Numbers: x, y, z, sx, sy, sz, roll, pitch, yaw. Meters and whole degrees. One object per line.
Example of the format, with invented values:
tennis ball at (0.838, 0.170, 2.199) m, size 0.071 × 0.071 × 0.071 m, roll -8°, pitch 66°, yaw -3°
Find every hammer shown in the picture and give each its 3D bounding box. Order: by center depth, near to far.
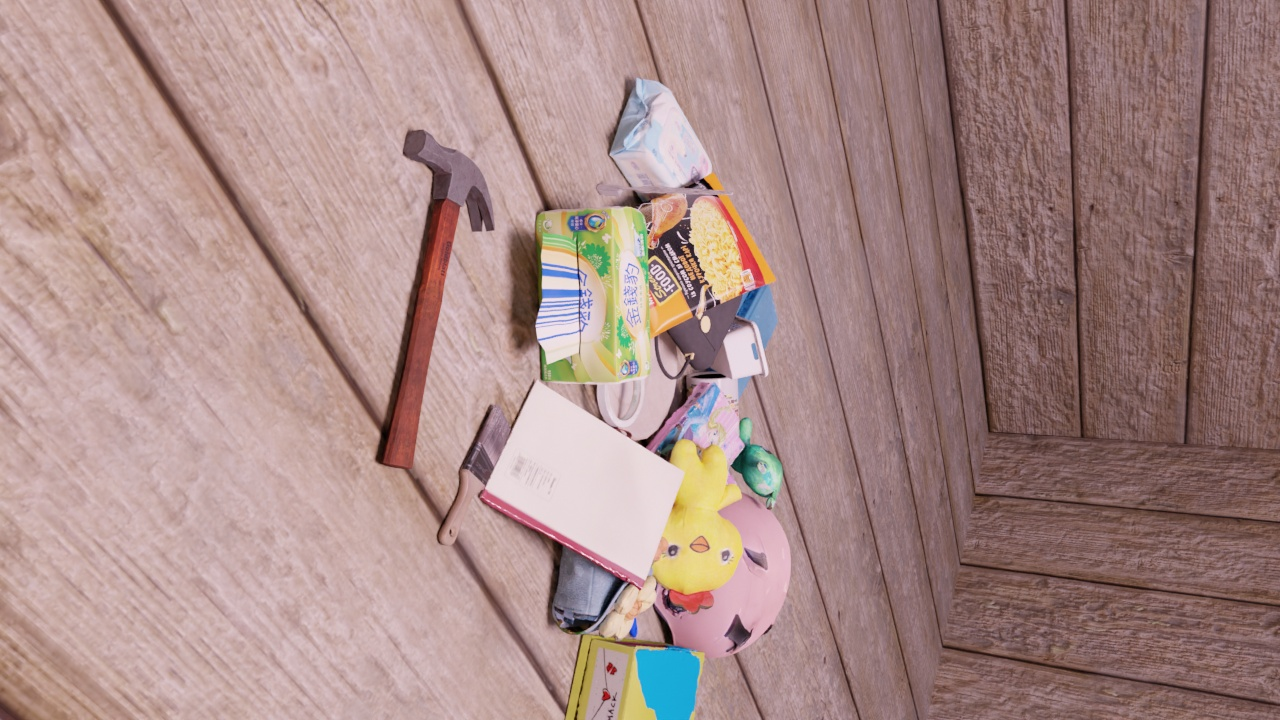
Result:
hammer at (-0.196, -0.049, 0.848) m, size 0.111 × 0.028 × 0.300 m, roll 26°, pitch 70°, yaw -57°

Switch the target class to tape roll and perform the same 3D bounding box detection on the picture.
tape roll at (-0.023, 0.034, 1.109) m, size 0.092 × 0.013 × 0.093 m, roll -6°, pitch 98°, yaw -60°

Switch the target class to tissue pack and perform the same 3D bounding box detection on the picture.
tissue pack at (-0.067, -0.069, 0.993) m, size 0.141 × 0.120 × 0.197 m, roll -10°, pitch 93°, yaw -58°
tissue pack at (0.030, -0.264, 1.186) m, size 0.182 × 0.070 × 0.111 m, roll 50°, pitch 51°, yaw -49°

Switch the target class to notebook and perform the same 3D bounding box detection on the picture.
notebook at (-0.057, 0.136, 1.005) m, size 0.208 × 0.012 × 0.152 m, roll 34°, pitch 58°, yaw -17°

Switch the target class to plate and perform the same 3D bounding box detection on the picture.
plate at (-0.007, 0.006, 1.179) m, size 0.188 × 0.027 × 0.189 m, roll -6°, pitch 97°, yaw -60°

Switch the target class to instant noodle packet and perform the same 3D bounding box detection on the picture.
instant noodle packet at (0.047, -0.129, 1.118) m, size 0.220 × 0.032 × 0.160 m, roll -26°, pitch 83°, yaw -29°

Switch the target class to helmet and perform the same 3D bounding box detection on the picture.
helmet at (0.132, 0.316, 1.331) m, size 0.229 × 0.153 × 0.255 m, roll 23°, pitch 78°, yaw -62°

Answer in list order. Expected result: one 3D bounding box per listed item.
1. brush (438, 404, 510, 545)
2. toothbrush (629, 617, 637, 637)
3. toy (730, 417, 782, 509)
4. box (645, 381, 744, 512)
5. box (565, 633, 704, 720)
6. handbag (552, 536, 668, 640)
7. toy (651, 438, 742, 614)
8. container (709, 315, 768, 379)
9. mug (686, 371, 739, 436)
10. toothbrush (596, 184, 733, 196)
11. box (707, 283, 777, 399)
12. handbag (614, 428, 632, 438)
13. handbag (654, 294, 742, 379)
brush at (-0.167, 0.116, 0.923) m, size 0.039 × 0.012 × 0.151 m, roll 57°, pitch 45°, yaw -45°
toothbrush at (-0.024, 0.285, 1.184) m, size 0.016 × 0.018 × 0.183 m, roll -43°, pitch 130°, yaw -51°
toy at (0.159, 0.154, 1.361) m, size 0.072 × 0.193 × 0.131 m, roll -23°, pitch 109°, yaw -11°
box at (0.064, 0.160, 1.223) m, size 0.229 × 0.035 × 0.159 m, roll -48°, pitch 119°, yaw -28°
box at (-0.001, 0.420, 1.171) m, size 0.221 × 0.081 × 0.124 m, roll 31°, pitch 66°, yaw -60°
handbag at (-0.029, 0.225, 1.065) m, size 0.121 × 0.119 × 0.192 m, roll 15°, pitch 82°, yaw -58°
toy at (0.064, 0.205, 1.147) m, size 0.133 × 0.092 × 0.207 m, roll 10°, pitch 86°, yaw -18°
container at (0.129, -0.018, 1.308) m, size 0.049 × 0.129 × 0.081 m, roll -18°, pitch 105°, yaw -11°
mug at (0.112, 0.063, 1.344) m, size 0.105 × 0.074 × 0.089 m, roll -15°, pitch 105°, yaw -59°
toothbrush at (0.027, -0.196, 1.072) m, size 0.010 × 0.182 × 0.010 m, roll -65°, pitch 146°, yaw -26°
box at (0.154, -0.057, 1.453) m, size 0.230 × 0.034 × 0.175 m, roll -58°, pitch 138°, yaw -40°
handbag at (-0.055, 0.099, 1.069) m, size 0.119 × 0.029 × 0.055 m, roll -11°, pitch 104°, yaw -43°
handbag at (0.050, -0.064, 1.192) m, size 0.176 × 0.072 × 0.195 m, roll 52°, pitch 42°, yaw -41°
